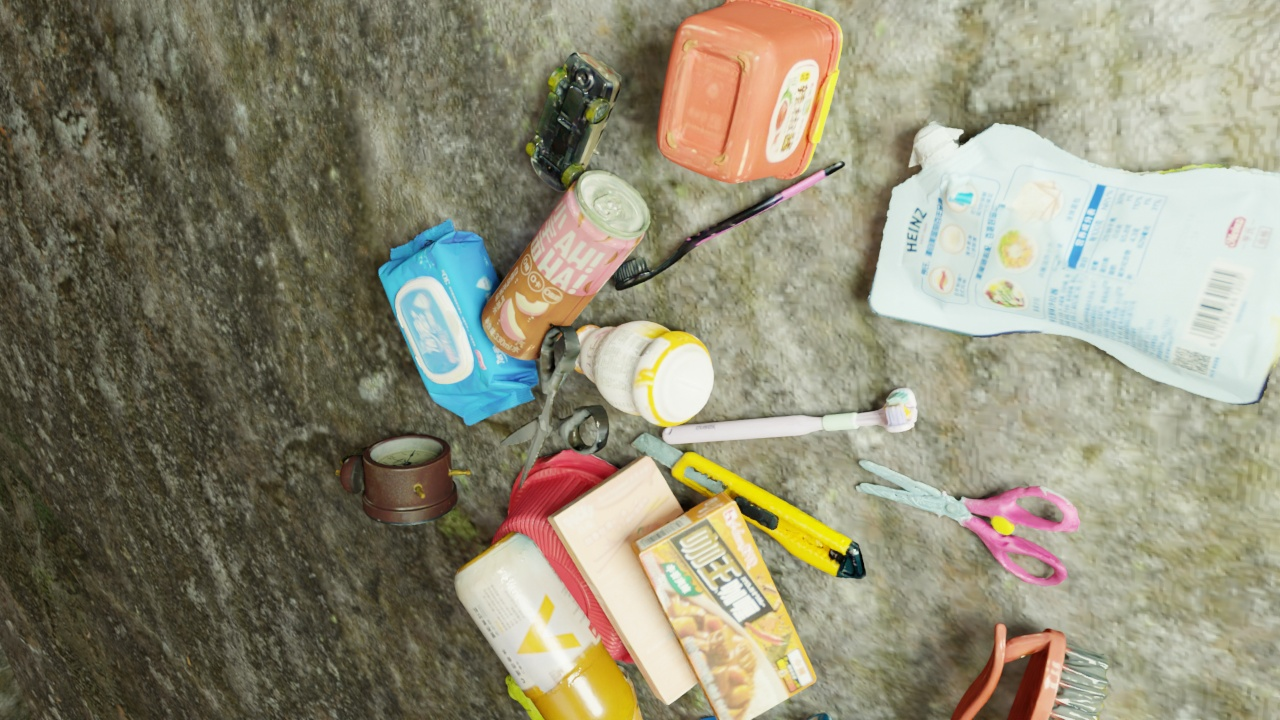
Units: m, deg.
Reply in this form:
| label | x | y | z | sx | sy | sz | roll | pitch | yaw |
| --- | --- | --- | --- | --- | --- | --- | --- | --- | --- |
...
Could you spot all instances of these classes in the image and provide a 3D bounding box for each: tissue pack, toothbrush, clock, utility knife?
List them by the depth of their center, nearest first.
| label | x | y | z | sx | sy | sz | roll | pitch | yaw |
| --- | --- | --- | --- | --- | --- | --- | --- | --- | --- |
| toothbrush | 0.047 | -0.083 | 0.573 | 0.190 | 0.014 | 0.017 | -25 | 82 | 41 |
| toothbrush | 0.087 | 0.042 | 0.595 | 0.190 | 0.029 | 0.021 | -10 | 141 | 41 |
| utility knife | 0.069 | 0.098 | 0.636 | 0.193 | 0.015 | 0.033 | 27 | 122 | 27 |
| tissue pack | -0.144 | -0.026 | 0.720 | 0.095 | 0.052 | 0.157 | -17 | 99 | 41 |
| clock | -0.214 | 0.101 | 0.813 | 0.122 | 0.081 | 0.055 | 14 | 113 | 32 |

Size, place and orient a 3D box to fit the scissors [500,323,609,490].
| label | x | y | z | sx | sy | sz | roll | pitch | yaw |
| --- | --- | --- | --- | --- | --- | --- | --- | --- | --- |
| scissors | -0.067 | 0.044 | 0.661 | 0.171 | 0.014 | 0.159 | 29 | 122 | 51 |

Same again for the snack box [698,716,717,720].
| label | x | y | z | sx | sy | sz | roll | pitch | yaw |
| --- | --- | --- | --- | --- | --- | --- | --- | --- | --- |
| snack box | 0.067 | 0.373 | 0.723 | 0.026 | 0.084 | 0.157 | -10 | 108 | -4 |

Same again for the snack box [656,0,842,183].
| label | x | y | z | sx | sy | sz | roll | pitch | yaw |
| --- | --- | --- | --- | --- | --- | --- | --- | --- | --- |
| snack box | 0.054 | -0.144 | 0.495 | 0.082 | 0.079 | 0.091 | 28 | 125 | 26 |

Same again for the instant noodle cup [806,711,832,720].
| label | x | y | z | sx | sy | sz | roll | pitch | yaw |
| --- | --- | --- | --- | --- | --- | --- | --- | --- | --- |
| instant noodle cup | 0.142 | 0.320 | 0.637 | 0.110 | 0.099 | 0.099 | 39 | 129 | 6 |

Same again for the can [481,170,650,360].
| label | x | y | z | sx | sy | sz | roll | pitch | yaw |
| --- | --- | --- | --- | --- | --- | --- | --- | --- | --- |
| can | -0.055 | -0.061 | 0.631 | 0.058 | 0.057 | 0.148 | 51 | 132 | 8 |

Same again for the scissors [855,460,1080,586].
| label | x | y | z | sx | sy | sz | roll | pitch | yaw |
| --- | --- | --- | --- | --- | --- | --- | --- | --- | --- |
| scissors | 0.189 | 0.096 | 0.547 | 0.138 | 0.017 | 0.077 | 8 | 123 | 40 |

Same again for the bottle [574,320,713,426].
| label | x | y | z | sx | sy | sz | roll | pitch | yaw |
| --- | --- | --- | --- | --- | --- | --- | --- | --- | --- |
| bottle | -0.004 | 0.004 | 0.620 | 0.108 | 0.063 | 0.063 | 19 | 122 | 45 |

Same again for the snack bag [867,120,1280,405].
| label | x | y | z | sx | sy | sz | roll | pitch | yaw |
| --- | --- | --- | --- | --- | --- | --- | --- | --- | --- |
| snack bag | 0.209 | -0.051 | 0.447 | 0.191 | 0.038 | 0.110 | 21 | 127 | 31 |

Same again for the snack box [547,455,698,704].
| label | x | y | z | sx | sy | sz | roll | pitch | yaw |
| --- | --- | --- | --- | --- | --- | --- | --- | --- | --- |
| snack box | 0.009 | 0.157 | 0.662 | 0.157 | 0.084 | 0.026 | 59 | 164 | -1 |

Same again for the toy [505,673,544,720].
| label | x | y | z | sx | sy | sz | roll | pitch | yaw |
| --- | --- | --- | --- | --- | --- | --- | --- | --- | --- |
| toy | -0.099 | 0.287 | 0.843 | 0.097 | 0.031 | 0.100 | 38 | 133 | 19 |

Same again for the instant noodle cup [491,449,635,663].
| label | x | y | z | sx | sy | sz | roll | pitch | yaw |
| --- | --- | --- | --- | --- | --- | --- | --- | --- | --- |
| instant noodle cup | -0.053 | 0.171 | 0.733 | 0.194 | 0.065 | 0.194 | 16 | 118 | 32 |

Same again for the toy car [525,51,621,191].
| label | x | y | z | sx | sy | sz | roll | pitch | yaw |
| --- | --- | --- | --- | --- | --- | --- | --- | --- | --- |
| toy car | -0.042 | -0.152 | 0.595 | 0.042 | 0.035 | 0.091 | 43 | 130 | 16 |

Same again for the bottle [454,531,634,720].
| label | x | y | z | sx | sy | sz | roll | pitch | yaw |
| --- | --- | --- | --- | --- | --- | --- | --- | --- | --- |
| bottle | -0.061 | 0.216 | 0.669 | 0.068 | 0.067 | 0.189 | -39 | 85 | 42 |

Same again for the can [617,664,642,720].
| label | x | y | z | sx | sy | sz | roll | pitch | yaw |
| --- | --- | --- | --- | --- | --- | --- | --- | --- | --- |
| can | -0.020 | 0.338 | 0.787 | 0.058 | 0.058 | 0.146 | -2 | 109 | 38 |

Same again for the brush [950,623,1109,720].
| label | x | y | z | sx | sy | sz | roll | pitch | yaw |
| --- | --- | --- | --- | --- | --- | --- | --- | --- | --- |
| brush | 0.222 | 0.218 | 0.542 | 0.069 | 0.063 | 0.146 | 15 | 118 | 17 |

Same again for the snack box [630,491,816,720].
| label | x | y | z | sx | sy | sz | roll | pitch | yaw |
| --- | --- | --- | --- | --- | --- | --- | --- | --- | --- |
| snack box | 0.058 | 0.173 | 0.629 | 0.154 | 0.075 | 0.026 | 65 | 171 | -15 |
